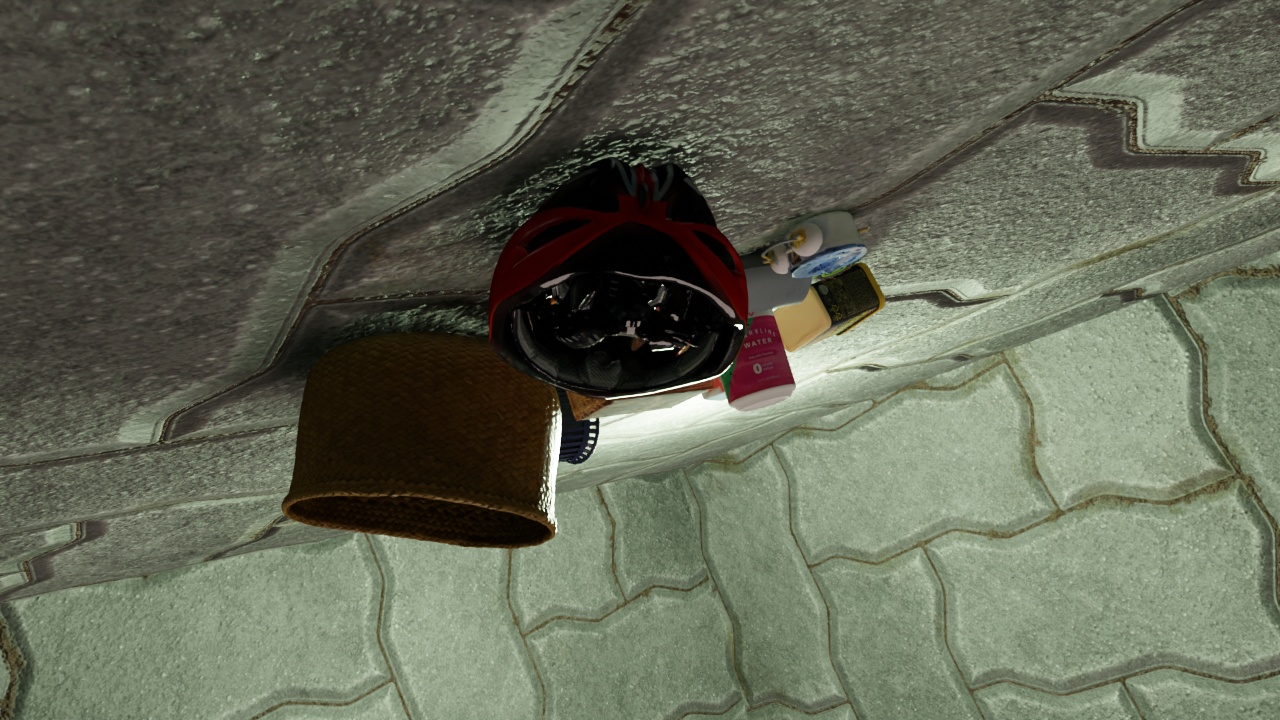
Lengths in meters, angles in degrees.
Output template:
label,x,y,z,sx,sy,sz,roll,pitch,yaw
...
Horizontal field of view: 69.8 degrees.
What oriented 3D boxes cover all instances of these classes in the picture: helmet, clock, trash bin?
label,x,y,z,sx,sy,sz,roll,pitch,yaw
helmet,-0.020,-0.054,0.792,0.217,0.166,0.273,6,153,-9
clock,0.195,-0.128,1.036,0.125,0.052,0.089,-9,168,-28
trash bin,-0.201,0.103,1.404,0.249,0.139,0.140,-3,163,-41

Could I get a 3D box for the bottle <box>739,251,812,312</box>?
label,x,y,z,sx,sy,sz,roll,pitch,yaw
bottle,0.126,-0.091,1.096,0.161,0.046,0.072,-11,133,-22

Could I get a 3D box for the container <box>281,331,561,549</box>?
label,x,y,z,sx,sy,sz,roll,pitch,yaw
container,-0.234,0.093,1.030,0.307,0.196,0.307,3,161,1

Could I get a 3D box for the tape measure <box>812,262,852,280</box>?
label,x,y,z,sx,sy,sz,roll,pitch,yaw
tape measure,0.232,-0.128,1.134,0.059,0.036,0.065,-32,159,27

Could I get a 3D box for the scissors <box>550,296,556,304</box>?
label,x,y,z,sx,sy,sz,roll,pitch,yaw
scissors,-0.057,-0.076,1.023,0.126,0.011,0.128,-29,156,33

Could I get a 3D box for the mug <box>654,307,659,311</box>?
label,x,y,z,sx,sy,sz,roll,pitch,yaw
mug,0.036,-0.081,0.935,0.117,0.081,0.111,30,144,-20

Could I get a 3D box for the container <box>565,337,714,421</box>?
label,x,y,z,sx,sy,sz,roll,pitch,yaw
container,-0.007,0.008,1.264,0.198,0.112,0.114,-6,165,-36

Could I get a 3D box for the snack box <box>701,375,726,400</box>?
label,x,y,z,sx,sy,sz,roll,pitch,yaw
snack box,0.145,0.008,1.511,0.093,0.094,0.079,-21,168,26

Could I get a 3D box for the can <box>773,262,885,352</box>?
label,x,y,z,sx,sy,sz,roll,pitch,yaw
can,0.259,-0.071,1.289,0.100,0.072,0.131,-21,170,-25

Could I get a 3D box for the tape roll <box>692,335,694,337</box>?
label,x,y,z,sx,sy,sz,roll,pitch,yaw
tape roll,0.035,-0.051,1.167,0.093,0.016,0.091,17,167,-2

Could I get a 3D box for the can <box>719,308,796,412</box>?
label,x,y,z,sx,sy,sz,roll,pitch,yaw
can,0.135,-0.023,1.168,0.088,0.165,0.088,-15,169,-3

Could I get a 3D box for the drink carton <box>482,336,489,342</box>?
label,x,y,z,sx,sy,sz,roll,pitch,yaw
drink carton,-0.198,0.006,1.182,0.058,0.041,0.122,-17,168,6

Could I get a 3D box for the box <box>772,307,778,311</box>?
label,x,y,z,sx,sy,sz,roll,pitch,yaw
box,0.126,-0.059,1.356,0.127,0.023,0.210,-14,169,-20

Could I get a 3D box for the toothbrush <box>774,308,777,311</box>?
label,x,y,z,sx,sy,sz,roll,pitch,yaw
toothbrush,0.215,-0.083,1.374,0.018,0.015,0.181,-18,169,-16
